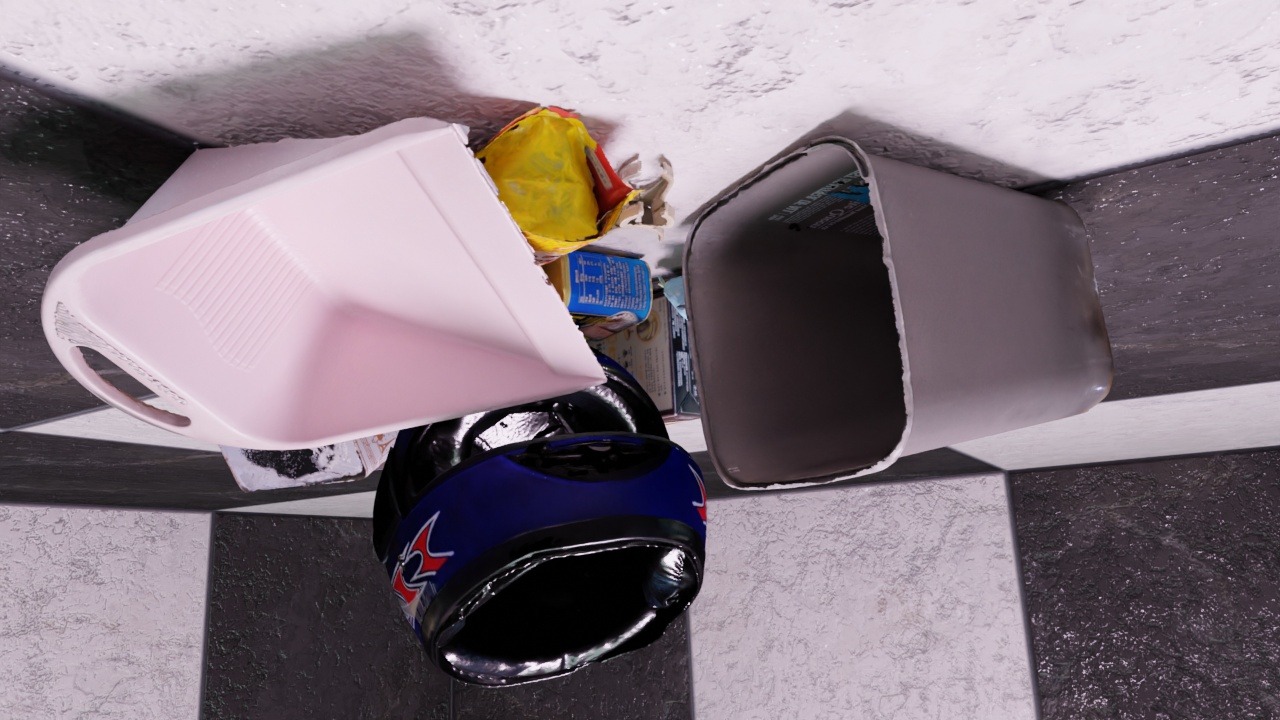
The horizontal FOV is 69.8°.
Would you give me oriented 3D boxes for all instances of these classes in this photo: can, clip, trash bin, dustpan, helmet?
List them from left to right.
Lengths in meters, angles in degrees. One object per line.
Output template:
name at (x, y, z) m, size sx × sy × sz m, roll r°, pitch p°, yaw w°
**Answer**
dustpan at (-0.185, -0.011, 0.524) m, size 0.274 × 0.138 × 0.223 m, roll 9°, pitch 150°, yaw 30°
helmet at (-0.080, 0.099, 0.715) m, size 0.247 × 0.240 × 0.316 m, roll -3°, pitch 147°, yaw -21°
can at (-0.050, -0.050, 0.729) m, size 0.083 × 0.057 × 0.102 m, roll 4°, pitch 166°, yaw -33°
clip at (0.001, -0.097, 0.595) m, size 0.071 × 0.034 × 0.100 m, roll -1°, pitch 171°, yaw -10°
trash bin at (0.173, -0.027, 0.617) m, size 0.219 × 0.198 × 0.199 m, roll -3°, pitch 171°, yaw -30°

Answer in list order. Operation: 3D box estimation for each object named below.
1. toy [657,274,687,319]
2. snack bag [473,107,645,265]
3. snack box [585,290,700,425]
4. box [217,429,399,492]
toy at (0.091, -0.046, 0.743) m, size 0.156 × 0.050 × 0.161 m, roll 14°, pitch -164°, yaw 21°
snack bag at (-0.088, -0.089, 0.575) m, size 0.128 × 0.073 × 0.208 m, roll 3°, pitch 173°, yaw -25°
snack box at (-0.005, 0.005, 0.842) m, size 0.053 × 0.113 × 0.126 m, roll 8°, pitch 164°, yaw -43°
box at (-0.310, 0.040, 0.956) m, size 0.183 × 0.155 × 0.186 m, roll -9°, pitch -158°, yaw 25°
